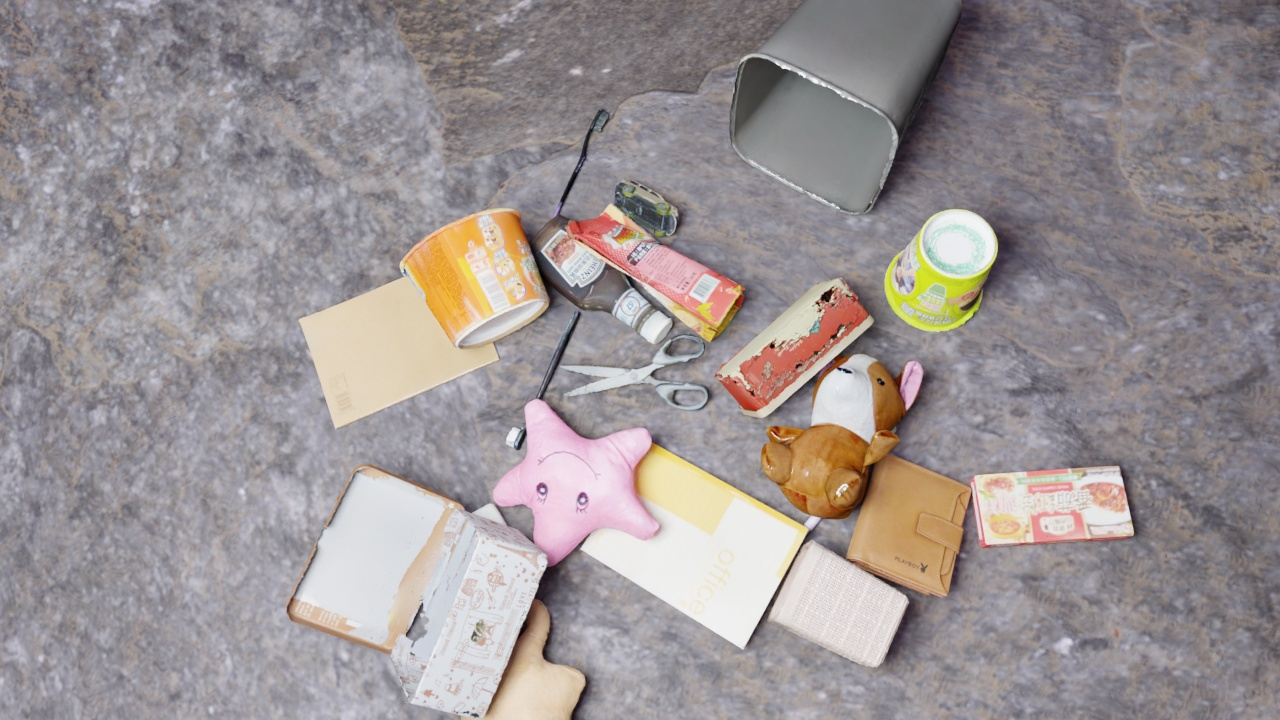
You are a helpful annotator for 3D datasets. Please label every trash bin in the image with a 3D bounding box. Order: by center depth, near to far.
[{"bbox_3d":[0.244,-0.326,1.063,0.199,0.199,0.219,32,71,13],"label":"trash bin"}]

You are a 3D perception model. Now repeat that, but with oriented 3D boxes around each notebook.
[{"bbox_3d":[0.057,0.195,0.994,0.206,0.010,0.145,28,78,20],"label":"notebook"},{"bbox_3d":[-0.293,-0.025,1.108,0.211,0.012,0.149,-23,73,-2],"label":"notebook"}]

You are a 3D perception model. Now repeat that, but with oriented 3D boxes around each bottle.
[{"bbox_3d":[-0.046,-0.091,1.088,0.195,0.044,0.079,39,78,14],"label":"bottle"}]

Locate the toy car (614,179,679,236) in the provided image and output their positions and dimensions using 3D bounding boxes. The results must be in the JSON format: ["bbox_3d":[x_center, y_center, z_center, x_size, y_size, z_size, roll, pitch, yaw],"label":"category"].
[{"bbox_3d":[0.010,-0.186,1.111,0.090,0.042,0.035,33,56,20],"label":"toy car"}]

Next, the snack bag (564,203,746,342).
[{"bbox_3d":[0.019,-0.107,1.053,0.208,0.128,0.073,35,119,8],"label":"snack bag"}]

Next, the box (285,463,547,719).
[{"bbox_3d":[-0.223,0.229,0.918,0.205,0.158,0.180,27,85,-19],"label":"box"}]

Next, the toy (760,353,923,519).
[{"bbox_3d":[0.211,0.066,0.973,0.140,0.130,0.199,20,57,32],"label":"toy"}]

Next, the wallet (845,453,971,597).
[{"bbox_3d":[0.283,0.172,0.964,0.108,0.031,0.131,22,62,7],"label":"wallet"}]

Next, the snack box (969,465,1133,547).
[{"bbox_3d":[0.434,0.155,0.973,0.153,0.025,0.075,-4,72,4],"label":"snack box"}]

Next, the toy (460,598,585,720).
[{"bbox_3d":[-0.120,0.360,0.939,0.143,0.083,0.225,-17,69,-5],"label":"toy"}]

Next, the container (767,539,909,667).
[{"bbox_3d":[0.201,0.250,0.935,0.111,0.090,0.089,26,77,9],"label":"container"}]

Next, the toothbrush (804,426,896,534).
[{"bbox_3d":[0.217,0.139,1.002,0.189,0.020,0.029,-46,31,-9],"label":"toothbrush"}]

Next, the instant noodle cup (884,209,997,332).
[{"bbox_3d":[0.336,-0.104,1.011,0.112,0.123,0.111,-1,73,5],"label":"instant noodle cup"}]

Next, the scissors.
[{"bbox_3d":[0.000,0.020,1.054,0.165,0.014,0.163,43,98,4],"label":"scissors"}]

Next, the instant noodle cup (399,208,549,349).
[{"bbox_3d":[-0.181,-0.088,1.044,0.151,0.151,0.111,-27,83,-3],"label":"instant noodle cup"}]

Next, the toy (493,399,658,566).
[{"bbox_3d":[-0.068,0.145,0.998,0.195,0.074,0.178,16,85,18],"label":"toy"}]

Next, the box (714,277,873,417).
[{"bbox_3d":[0.163,-0.021,1.010,0.168,0.091,0.077,-41,97,-7],"label":"box"}]

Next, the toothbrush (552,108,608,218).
[{"bbox_3d":[-0.080,-0.236,1.152,0.017,0.014,0.188,22,76,-1],"label":"toothbrush"}]

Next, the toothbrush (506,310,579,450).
[{"bbox_3d":[-0.112,0.021,1.074,0.018,0.015,0.181,20,76,20],"label":"toothbrush"}]

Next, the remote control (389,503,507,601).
[{"bbox_3d":[-0.215,0.218,1.018,0.150,0.021,0.058,-28,79,-3],"label":"remote control"}]
